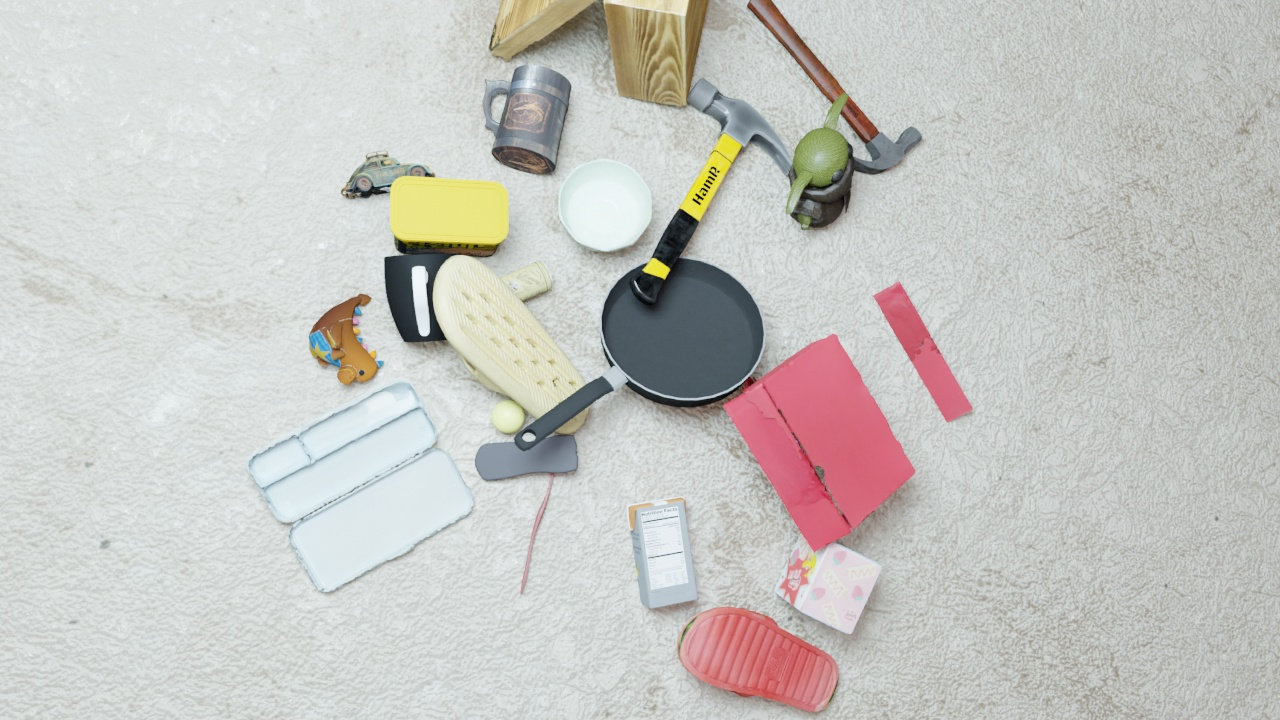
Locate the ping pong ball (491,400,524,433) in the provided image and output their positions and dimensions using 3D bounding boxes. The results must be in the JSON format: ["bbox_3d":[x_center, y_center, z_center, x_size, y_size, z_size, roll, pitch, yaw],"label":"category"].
[{"bbox_3d":[-0.160,0.068,1.105,0.040,0.040,0.040,1,84,-14],"label":"ping pong ball"}]

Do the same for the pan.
[{"bbox_3d":[-0.006,0.006,1.102,0.354,0.044,0.204,-36,71,-23],"label":"pan"}]

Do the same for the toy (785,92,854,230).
[{"bbox_3d":[0.236,-0.238,1.187,0.078,0.153,0.179,23,77,16],"label":"toy"}]

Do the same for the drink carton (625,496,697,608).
[{"bbox_3d":[0.027,0.235,1.132,0.076,0.048,0.125,-7,86,-15],"label":"drink carton"}]

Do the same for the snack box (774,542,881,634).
[{"bbox_3d":[0.233,0.275,1.155,0.079,0.093,0.094,27,86,-10],"label":"snack box"}]

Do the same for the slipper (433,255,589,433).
[{"bbox_3d":[-0.163,-0.005,1.081,0.261,0.079,0.111,48,42,-28],"label":"slipper"}]

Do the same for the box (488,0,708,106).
[{"bbox_3d":[-0.041,-0.503,1.088,0.264,0.270,0.279,13,81,3],"label":"box"}]

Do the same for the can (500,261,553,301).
[{"bbox_3d":[-0.150,-0.091,1.124,0.079,0.038,0.038,-25,91,-15],"label":"can"}]

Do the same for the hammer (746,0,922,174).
[{"bbox_3d":[0.254,-0.383,1.262,0.111,0.028,0.300,-43,96,-15],"label":"hammer"}]

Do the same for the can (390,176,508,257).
[{"bbox_3d":[-0.226,-0.164,1.079,0.130,0.101,0.072,1,84,-14],"label":"can"}]

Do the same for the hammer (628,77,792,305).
[{"bbox_3d":[0.077,-0.203,1.171,0.170,0.034,0.323,33,68,-9],"label":"hammer"}]

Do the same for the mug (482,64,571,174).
[{"bbox_3d":[-0.149,-0.298,1.132,0.116,0.080,0.107,10,80,13],"label":"mug"}]

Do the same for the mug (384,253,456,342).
[{"bbox_3d":[-0.251,-0.071,1.057,0.085,0.119,0.100,-4,95,-10],"label":"mug"}]

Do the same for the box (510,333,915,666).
[{"bbox_3d":[0.097,0.173,1.123,0.467,0.138,0.214,-32,94,-8],"label":"box"}]

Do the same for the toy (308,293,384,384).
[{"bbox_3d":[-0.333,-0.026,1.075,0.090,0.071,0.102,50,52,-18],"label":"toy"}]

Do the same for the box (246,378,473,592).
[{"bbox_3d":[-0.321,0.143,1.066,0.208,0.038,0.190,-31,100,-15],"label":"box"}]

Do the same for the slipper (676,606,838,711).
[{"bbox_3d":[0.142,0.369,1.146,0.248,0.059,0.103,26,77,-27],"label":"slipper"}]

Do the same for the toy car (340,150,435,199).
[{"bbox_3d":[-0.303,-0.224,1.092,0.111,0.047,0.047,-14,93,-16],"label":"toy car"}]

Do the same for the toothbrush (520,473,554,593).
[{"bbox_3d":[-0.125,0.192,1.116,0.015,0.015,0.184,14,82,-10],"label":"toothbrush"}]

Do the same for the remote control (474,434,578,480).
[{"bbox_3d":[-0.138,0.118,1.111,0.124,0.009,0.046,-6,84,-2],"label":"remote control"}]

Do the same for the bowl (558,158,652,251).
[{"bbox_3d":[-0.046,-0.185,1.145,0.117,0.061,0.117,1,80,-7],"label":"bowl"}]
